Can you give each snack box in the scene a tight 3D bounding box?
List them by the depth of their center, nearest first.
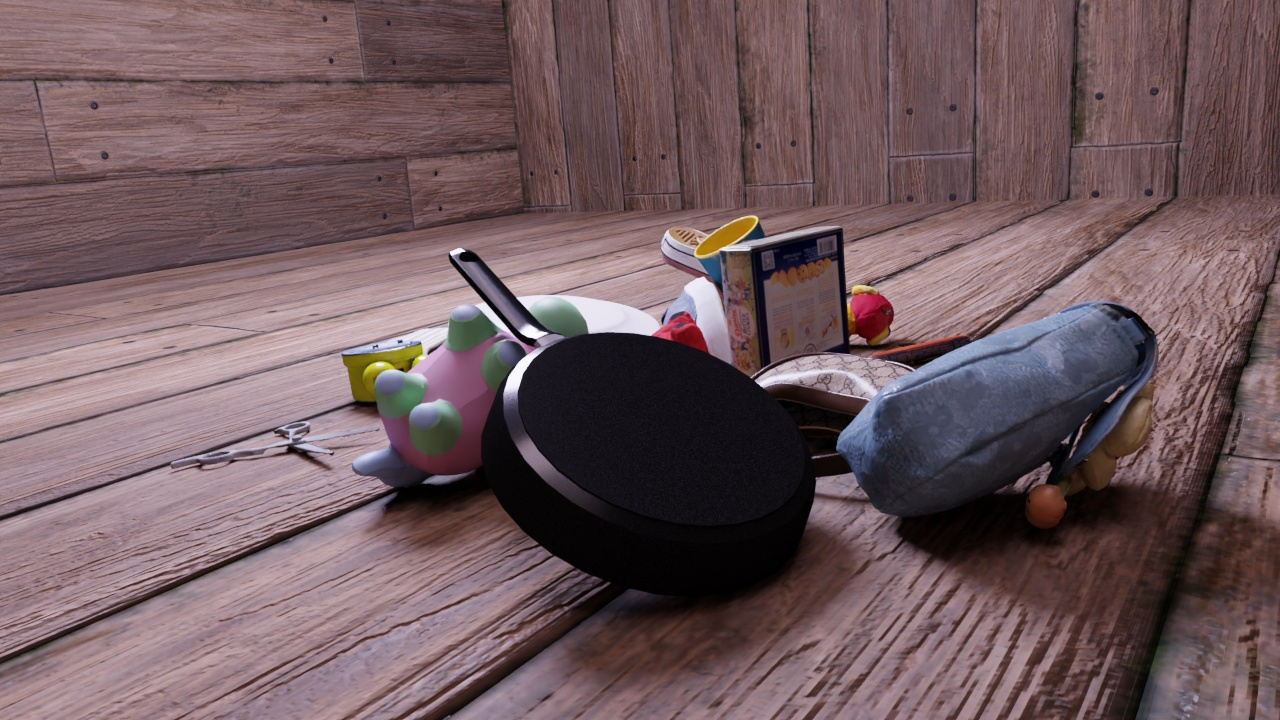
[{"bbox_3d":[0.142,-0.048,0.880,0.144,0.145,0.043,-17,17,-41],"label":"snack box"}]

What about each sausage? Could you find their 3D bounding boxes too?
[{"bbox_3d":[0.285,-0.008,0.938,0.155,0.020,0.020,-11,15,-27],"label":"sausage"}]

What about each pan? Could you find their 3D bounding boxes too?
[{"bbox_3d":[-0.035,0.007,0.598,0.203,0.044,0.355,-12,43,-37],"label":"pan"}]

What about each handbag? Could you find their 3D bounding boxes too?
[{"bbox_3d":[0.227,0.044,0.561,0.191,0.118,0.122,-20,-22,-20],"label":"handbag"},{"bbox_3d":[0.129,0.046,0.694,0.138,0.063,0.167,-26,24,-34],"label":"handbag"}]

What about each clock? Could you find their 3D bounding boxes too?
[{"bbox_3d":[-0.259,0.009,0.952,0.083,0.057,0.119,-13,11,-38],"label":"clock"}]

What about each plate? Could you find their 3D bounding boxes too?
[{"bbox_3d":[-0.098,-0.048,1.056,0.242,0.016,0.242,2,19,-1],"label":"plate"}]

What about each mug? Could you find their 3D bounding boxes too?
[{"bbox_3d":[0.122,-0.086,1.002,0.078,0.121,0.078,-29,20,11],"label":"mug"}]

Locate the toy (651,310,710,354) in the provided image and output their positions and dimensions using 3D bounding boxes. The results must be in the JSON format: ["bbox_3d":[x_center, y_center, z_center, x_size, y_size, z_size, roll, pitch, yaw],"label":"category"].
[{"bbox_3d":[0.014,0.028,0.819,0.133,0.094,0.088,-30,16,15],"label":"toy"}]

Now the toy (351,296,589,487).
[{"bbox_3d":[-0.121,0.034,0.722,0.120,0.171,0.221,40,69,22],"label":"toy"}]

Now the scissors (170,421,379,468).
[{"bbox_3d":[-0.319,0.075,0.808,0.174,0.014,0.142,-11,12,-20],"label":"scissors"}]

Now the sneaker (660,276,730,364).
[{"bbox_3d":[0.061,-0.038,1.022,0.079,0.087,0.235,-28,15,5],"label":"sneaker"}]

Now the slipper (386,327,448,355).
[{"bbox_3d":[-0.202,-0.007,1.036,0.273,0.054,0.114,6,22,36],"label":"slipper"}]

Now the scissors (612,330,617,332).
[{"bbox_3d":[0.011,0.004,0.915,0.169,0.014,0.170,8,31,31],"label":"scissors"}]

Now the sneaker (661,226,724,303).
[{"bbox_3d":[0.134,-0.098,1.224,0.241,0.088,0.118,23,31,10],"label":"sneaker"}]

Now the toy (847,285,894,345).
[{"bbox_3d":[0.214,-0.043,1.028,0.137,0.067,0.105,-9,19,16],"label":"toy"}]
